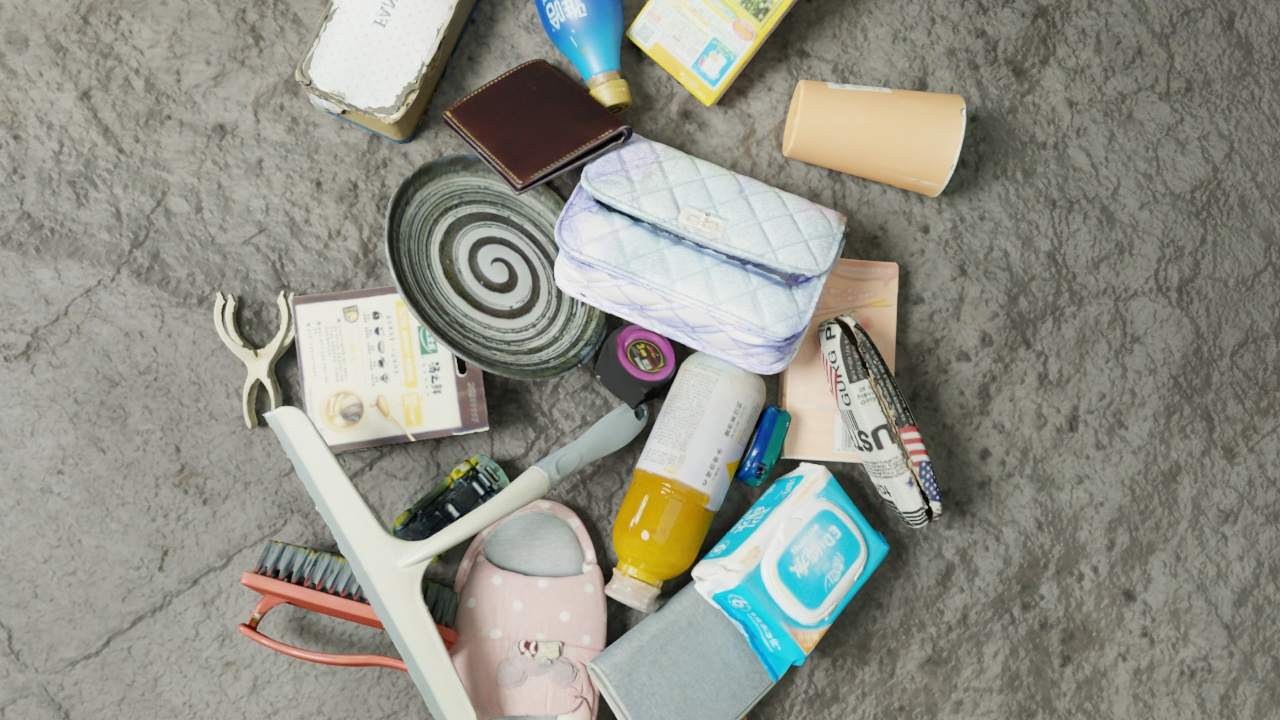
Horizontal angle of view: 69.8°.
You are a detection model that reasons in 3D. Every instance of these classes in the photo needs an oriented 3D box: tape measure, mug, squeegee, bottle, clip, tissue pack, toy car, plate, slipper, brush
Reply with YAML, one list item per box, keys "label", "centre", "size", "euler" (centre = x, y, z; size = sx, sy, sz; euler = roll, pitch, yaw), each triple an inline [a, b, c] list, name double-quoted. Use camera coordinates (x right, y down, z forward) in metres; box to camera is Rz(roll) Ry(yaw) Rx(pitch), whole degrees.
- label: "tape measure"
  centre: [-0.004, 0.004, 0.679]
  size: [0.057, 0.039, 0.057]
  euler: [43, 50, 8]
- label: "mug"
  centre: [0.176, -0.176, 0.705]
  size: [0.123, 0.078, 0.078]
  euler: [11, 84, -1]
- label: "squeegee"
  centre: [-0.078, 0.087, 0.625]
  size: [0.245, 0.039, 0.246]
  euler: [-30, 97, -31]
- label: "bottle"
  centre: [0.029, 0.087, 0.664]
  size: [0.068, 0.068, 0.189]
  euler: [25, 80, -4]
- label: "clip"
  centre: [-0.263, -0.009, 0.662]
  size: [0.092, 0.035, 0.103]
  euler: [-26, 93, -7]
- label: "tissue pack"
  centre: [0.109, 0.147, 0.658]
  size: [0.139, 0.063, 0.090]
  euler: [-41, 93, -27]
- label: "bottle"
  centre: [-0.053, -0.292, 0.693]
  size: [0.065, 0.065, 0.218]
  euler: [-18, 87, -8]
- label: "tape measure"
  centre: [0.090, 0.066, 0.682]
  size: [0.025, 0.055, 0.058]
  euler: [25, 68, -2]
- label: "toy car"
  centre: [-0.136, 0.108, 0.663]
  size: [0.091, 0.036, 0.043]
  euler: [-40, 91, -9]
- label: "plate"
  centre: [-0.100, -0.064, 0.653]
  size: [0.179, 0.024, 0.179]
  euler: [19, 56, -30]
- label: "slipper"
  centre: [-0.086, 0.236, 0.648]
  size: [0.114, 0.054, 0.274]
  euler: [7, 83, -5]
- label: "brush"
  centre: [-0.196, 0.175, 0.627]
  size: [0.146, 0.063, 0.069]
  euler: [14, 66, 3]

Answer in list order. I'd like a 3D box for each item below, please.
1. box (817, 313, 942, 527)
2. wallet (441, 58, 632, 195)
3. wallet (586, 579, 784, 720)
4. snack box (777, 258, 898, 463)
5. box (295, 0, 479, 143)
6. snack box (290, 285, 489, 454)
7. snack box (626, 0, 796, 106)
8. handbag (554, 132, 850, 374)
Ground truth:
- label: "box"
  centre: [0.166, 0.044, 0.661]
  size: [0.057, 0.071, 0.164]
  euler: [-26, 85, 16]
- label: "wallet"
  centre: [-0.078, -0.172, 0.665]
  size: [0.096, 0.020, 0.122]
  euler: [-33, 52, -14]
- label: "wallet"
  centre: [0.038, 0.224, 0.660]
  size: [0.129, 0.037, 0.106]
  euler: [-31, 90, -30]
- label: "snack box"
  centre: [0.152, 0.000, 0.709]
  size: [0.084, 0.026, 0.157]
  euler: [5, 84, -6]
- label: "box"
  centre: [-0.177, -0.260, 0.682]
  size: [0.090, 0.060, 0.184]
  euler: [26, 81, -4]
- label: "snack box"
  centre: [-0.178, 0.005, 0.659]
  size: [0.125, 0.053, 0.113]
  euler: [-7, 86, -10]
- label: "snack box"
  centre: [0.065, -0.274, 0.688]
  size: [0.087, 0.033, 0.141]
  euler: [40, 116, -1]
- label: "handbag"
  centre: [0.043, -0.082, 0.656]
  size: [0.194, 0.076, 0.133]
  euler: [22, 58, 4]
